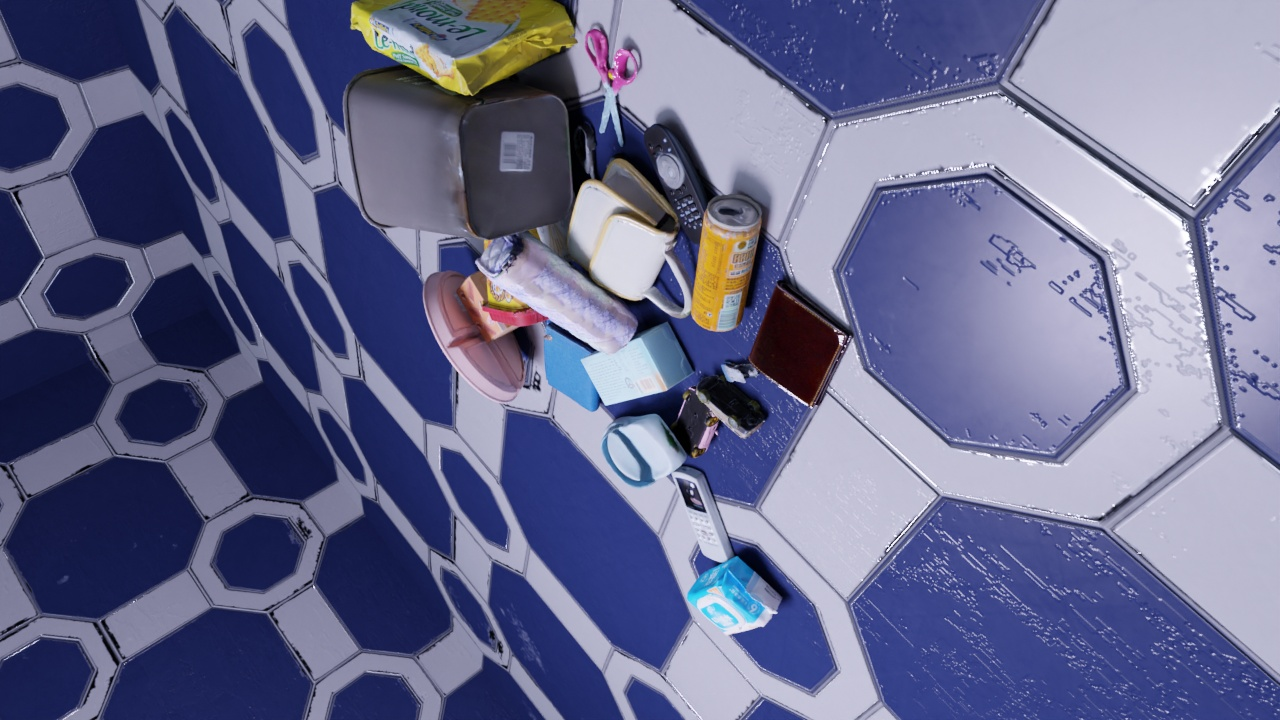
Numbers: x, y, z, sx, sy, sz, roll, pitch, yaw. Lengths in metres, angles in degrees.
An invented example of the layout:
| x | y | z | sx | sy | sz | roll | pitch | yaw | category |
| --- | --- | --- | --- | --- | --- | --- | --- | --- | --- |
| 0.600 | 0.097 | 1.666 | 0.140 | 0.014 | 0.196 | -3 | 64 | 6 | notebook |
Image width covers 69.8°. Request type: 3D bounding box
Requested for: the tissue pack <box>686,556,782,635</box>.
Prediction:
| x | y | z | sx | sy | sz | roll | pitch | yaw | category |
| --- | --- | --- | --- | --- | --- | --- | --- | --- | --- |
| 0.128 | 0.332 | 1.278 | 0.090 | 0.063 | 0.140 | 42 | 149 | 0 | tissue pack |

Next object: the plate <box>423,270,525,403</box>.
| x | y | z | sx | sy | sz | roll | pitch | yaw | category |
| --- | --- | --- | --- | --- | --- | --- | --- | --- | --- |
| -0.247 | -0.041 | 1.404 | 0.028 | 0.229 | 0.229 | -30 | 92 | 16 | plate |

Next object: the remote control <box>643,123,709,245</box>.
| x | y | z | sx | sy | sz | roll | pitch | yaw | category |
| --- | --- | --- | --- | --- | --- | --- | --- | --- | --- |
| 0.045 | -0.188 | 0.975 | 0.053 | 0.024 | 0.136 | -10 | 108 | 60 | remote control |

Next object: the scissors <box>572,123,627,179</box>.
| x | y | z | sx | sy | sz | roll | pitch | yaw | category |
| --- | --- | --- | --- | --- | --- | --- | --- | --- | --- |
| -0.052 | -0.207 | 1.113 | 0.174 | 0.014 | 0.159 | 1 | 119 | 57 | scissors |

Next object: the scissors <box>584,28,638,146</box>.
| x | y | z | sx | sy | sz | roll | pitch | yaw | category |
| --- | --- | --- | --- | --- | --- | --- | --- | --- | --- |
| -0.038 | -0.300 | 1.006 | 0.105 | 0.017 | 0.136 | 49 | 152 | 13 | scissors |

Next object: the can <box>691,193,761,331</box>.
| x | y | z | sx | sy | sz | roll | pitch | yaw | category |
| --- | --- | --- | --- | --- | --- | --- | --- | --- | --- |
| 0.088 | -0.099 | 0.960 | 0.058 | 0.058 | 0.146 | 40 | 145 | 28 | can |

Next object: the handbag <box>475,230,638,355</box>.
| x | y | z | sx | sy | sz | roll | pitch | yaw | category |
| --- | --- | --- | --- | --- | --- | --- | --- | --- | --- |
| -0.105 | -0.091 | 1.144 | 0.193 | 0.075 | 0.134 | 32 | -174 | -31 | handbag |

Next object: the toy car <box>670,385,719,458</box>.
| x | y | z | sx | sy | sz | roll | pitch | yaw | category |
| --- | --- | --- | --- | --- | --- | --- | --- | --- | --- |
| 0.074 | 0.077 | 1.165 | 0.056 | 0.037 | 0.123 | 48 | 147 | 23 | toy car |

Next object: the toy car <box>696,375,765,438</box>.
| x | y | z | sx | sy | sz | roll | pitch | yaw | category |
| --- | --- | --- | --- | --- | --- | --- | --- | --- | --- |
| 0.105 | 0.054 | 1.093 | 0.090 | 0.042 | 0.035 | 43 | 149 | 25 | toy car |

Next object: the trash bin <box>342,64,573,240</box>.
| x | y | z | sx | sy | sz | roll | pitch | yaw | category |
| --- | --- | --- | --- | --- | --- | --- | --- | --- | --- |
| -0.210 | -0.248 | 1.096 | 0.220 | 0.198 | 0.199 | 21 | 123 | 43 | trash bin |

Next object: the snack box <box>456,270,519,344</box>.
| x | y | z | sx | sy | sz | roll | pitch | yaw | category |
| --- | --- | --- | --- | --- | --- | --- | --- | --- | --- |
| -0.203 | -0.092 | 1.360 | 0.094 | 0.092 | 0.077 | 59 | 150 | -2 | snack box |

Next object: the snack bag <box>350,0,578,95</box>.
| x | y | z | sx | sy | sz | roll | pitch | yaw | category |
| --- | --- | --- | --- | --- | --- | --- | --- | --- | --- |
| -0.202 | -0.374 | 1.039 | 0.246 | 0.157 | 0.068 | 36 | 150 | 34 | snack bag |

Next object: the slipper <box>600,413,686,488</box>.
| x | y | z | sx | sy | sz | roll | pitch | yaw | category |
| --- | --- | --- | --- | --- | --- | --- | --- | --- | --- |
| -0.006 | 0.131 | 1.270 | 0.104 | 0.074 | 0.246 | 56 | 161 | -1 | slipper |

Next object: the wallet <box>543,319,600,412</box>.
| x | y | z | sx | sy | sz | roll | pitch | yaw | category |
| --- | --- | --- | --- | --- | --- | --- | --- | --- | --- |
| -0.100 | 0.005 | 1.354 | 0.106 | 0.040 | 0.133 | 33 | 143 | 22 | wallet |

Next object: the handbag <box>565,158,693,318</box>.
| x | y | z | sx | sy | sz | roll | pitch | yaw | category |
| --- | --- | --- | --- | --- | --- | --- | --- | --- | --- |
| -0.003 | -0.124 | 1.067 | 0.179 | 0.063 | 0.164 | 44 | 153 | 8 | handbag |

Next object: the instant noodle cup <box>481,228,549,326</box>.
| x | y | z | sx | sy | sz | roll | pitch | yaw | category |
| --- | --- | --- | --- | --- | --- | --- | --- | --- | --- |
| -0.157 | -0.122 | 1.260 | 0.116 | 0.115 | 0.124 | 14 | 117 | 51 | instant noodle cup |

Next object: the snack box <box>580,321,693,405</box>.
| x | y | z | sx | sy | sz | roll | pitch | yaw | category |
| --- | --- | --- | --- | --- | --- | --- | --- | --- | --- |
| -0.007 | 0.007 | 1.205 | 0.175 | 0.051 | 0.074 | -18 | 101 | 58 | snack box |

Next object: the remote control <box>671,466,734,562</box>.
| x | y | z | sx | sy | sz | roll | pitch | yaw | category |
| --- | --- | --- | --- | --- | --- | --- | --- | --- | --- |
| 0.087 | 0.218 | 1.291 | 0.058 | 0.021 | 0.150 | 6 | 123 | 54 | remote control |

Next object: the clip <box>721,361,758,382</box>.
| x | y | z | sx | sy | sz | roll | pitch | yaw | category |
| --- | --- | --- | --- | --- | --- | --- | --- | --- | --- |
| 0.113 | 0.015 | 1.069 | 0.057 | 0.029 | 0.024 | 4 | 120 | 63 | clip |

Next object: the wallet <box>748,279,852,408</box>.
| x | y | z | sx | sy | sz | roll | pitch | yaw | category |
| --- | --- | --- | --- | --- | --- | --- | --- | --- | --- |
| 0.165 | -0.014 | 0.966 | 0.096 | 0.020 | 0.123 | 39 | 144 | 21 | wallet |

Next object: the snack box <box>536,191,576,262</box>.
| x | y | z | sx | sy | sz | roll | pitch | yaw | category |
| --- | --- | --- | --- | --- | --- | --- | --- | --- | --- |
| -0.113 | -0.203 | 1.180 | 0.085 | 0.026 | 0.157 | -1 | 112 | 56 | snack box |
